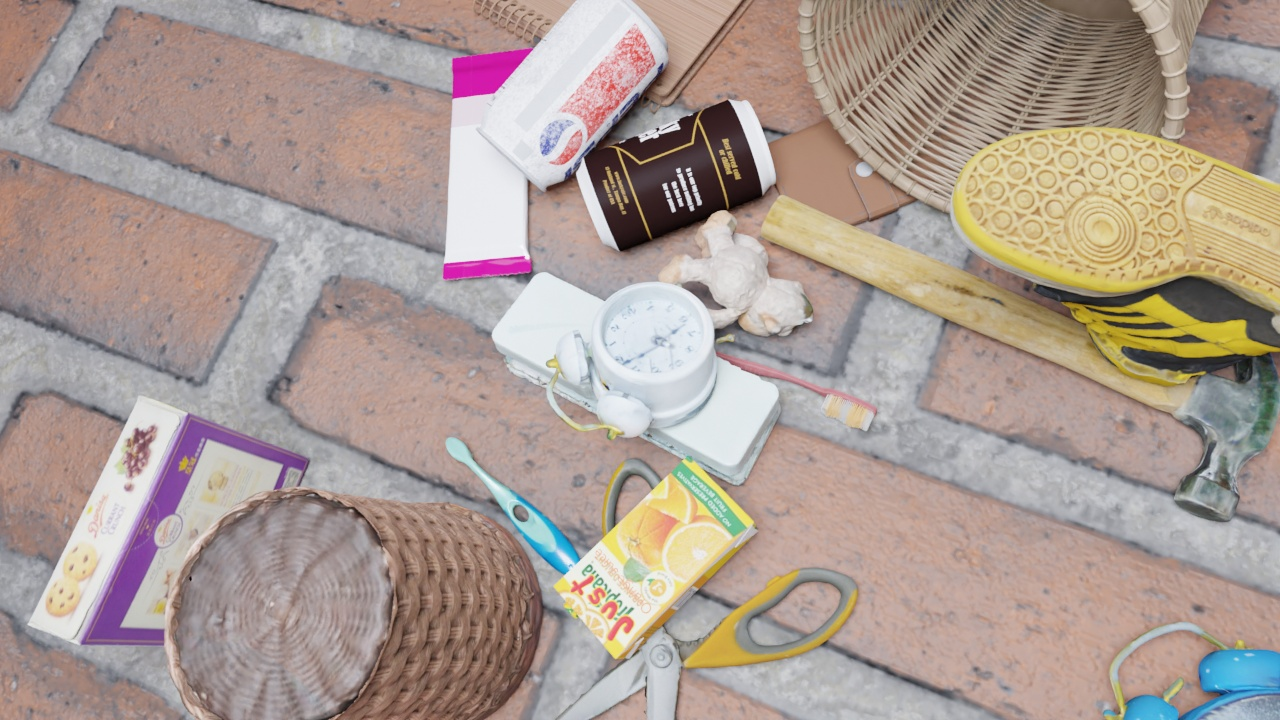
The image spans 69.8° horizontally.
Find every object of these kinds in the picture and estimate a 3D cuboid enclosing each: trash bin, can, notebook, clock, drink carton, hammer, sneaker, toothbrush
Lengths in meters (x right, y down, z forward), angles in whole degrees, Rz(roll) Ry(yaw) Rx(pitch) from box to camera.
[{"bbox_3d":[-0.158,0.145,0.529,0.151,0.210,0.151,-4,72,11],"label":"trash bin"},{"bbox_3d":[-0.049,-0.195,0.661,0.078,0.078,0.136,43,93,20],"label":"can"},{"bbox_3d":[-0.019,-0.309,0.740,0.210,0.022,0.169,34,82,19],"label":"notebook"},{"bbox_3d":[-0.003,0.003,0.571,0.117,0.057,0.083,-35,64,-18],"label":"clock"},{"bbox_3d":[0.024,-0.131,0.650,0.128,0.072,0.072,-21,70,4],"label":"can"},{"bbox_3d":[0.009,0.125,0.572,0.122,0.041,0.058,-44,70,-4],"label":"drink carton"},{"bbox_3d":[0.234,-0.031,0.592,0.330,0.033,0.132,27,81,16],"label":"hammer"},{"bbox_3d":[0.262,-0.051,0.500,0.238,0.122,0.086,15,77,-6],"label":"sneaker"},{"bbox_3d":[0.323,0.219,0.488,0.117,0.060,0.161,-29,68,3],"label":"clock"},{"bbox_3d":[-0.088,0.100,0.633,0.135,0.017,0.022,42,84,17],"label":"toothbrush"},{"bbox_3d":[0.071,0.005,0.628,0.184,0.015,0.015,23,69,19],"label":"toothbrush"}]

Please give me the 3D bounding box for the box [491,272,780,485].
[{"bbox_3d":[-0.004,0.007,0.625,0.199,0.070,0.085,25,99,19],"label":"box"}]

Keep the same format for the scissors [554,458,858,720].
[{"bbox_3d":[0.019,0.164,0.589,0.225,0.016,0.226,-30,69,1],"label":"scissors"}]

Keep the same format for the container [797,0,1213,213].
[{"bbox_3d":[0.245,-0.227,0.557,0.227,0.227,0.195,32,70,19],"label":"container"}]

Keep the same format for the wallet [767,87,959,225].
[{"bbox_3d":[0.156,-0.141,0.657,0.121,0.013,0.087,-21,70,5],"label":"wallet"}]

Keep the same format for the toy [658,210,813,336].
[{"bbox_3d":[0.071,-0.053,0.626,0.106,0.074,0.085,27,64,12],"label":"toy"}]

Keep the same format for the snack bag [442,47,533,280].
[{"bbox_3d":[-0.117,-0.156,0.716,0.070,0.016,0.196,-5,72,9],"label":"snack bag"}]

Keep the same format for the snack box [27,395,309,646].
[{"bbox_3d":[-0.296,0.112,0.600,0.040,0.148,0.143,16,76,15],"label":"snack box"}]
